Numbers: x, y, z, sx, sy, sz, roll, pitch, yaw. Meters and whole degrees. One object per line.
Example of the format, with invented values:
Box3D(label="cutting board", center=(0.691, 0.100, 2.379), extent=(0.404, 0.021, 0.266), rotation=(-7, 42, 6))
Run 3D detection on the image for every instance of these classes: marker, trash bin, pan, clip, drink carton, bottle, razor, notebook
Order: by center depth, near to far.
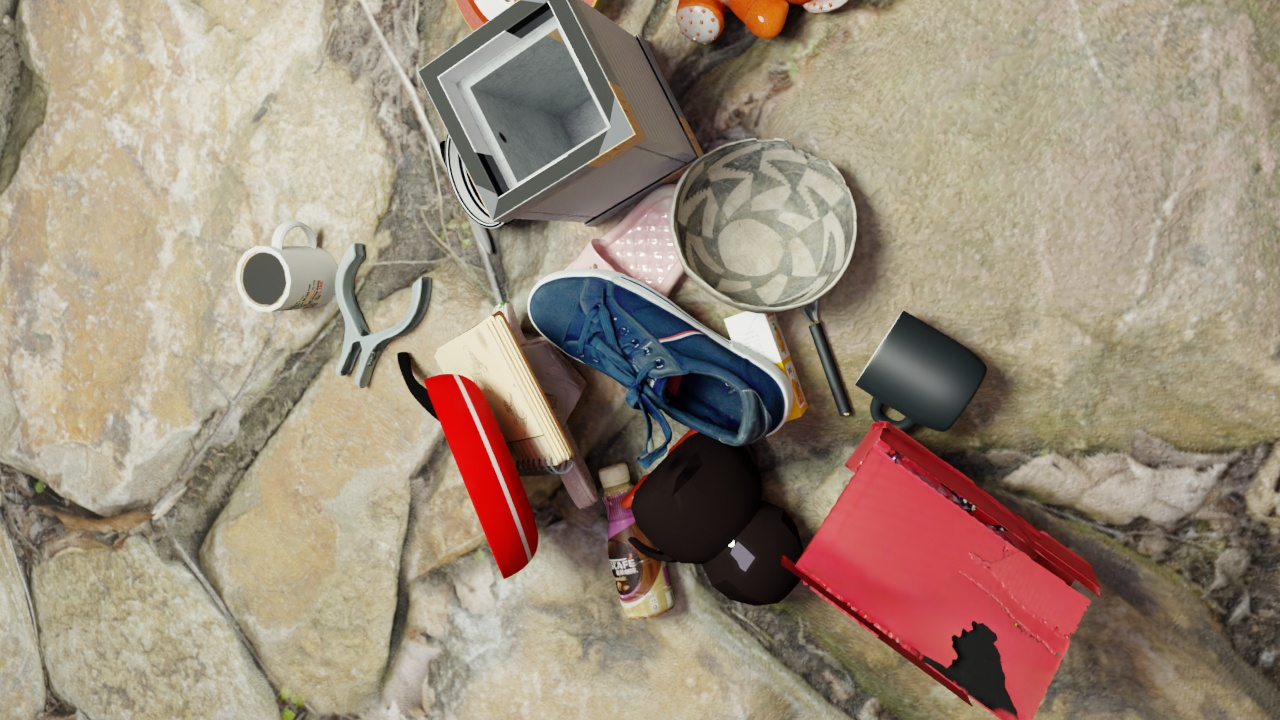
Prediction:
Box3D(label="trash bin", center=(-0.059, -0.225, 0.861), extent=(0.143, 0.246, 0.142), rotation=(-27, 88, 19))
Box3D(label="drink carton", center=(0.127, 0.000, 0.930), extent=(0.040, 0.058, 0.122), rotation=(-20, 91, 19))
Box3D(label="razor", center=(0.187, -0.012, 0.932), extent=(0.042, 0.022, 0.144), rotation=(-19, 96, -21))
Box3D(label="pan", center=(-0.190, 0.074, 0.958), extent=(0.067, 0.356, 0.209), rotation=(-22, 128, -13))
Box3D(label="notebook", center=(-0.147, 0.045, 0.958), extent=(0.024, 0.226, 0.167), rotation=(-28, 95, -26))
Box3D(label="bottle", center=(-0.009, 0.195, 1.001), extent=(0.060, 0.059, 0.166), rotation=(-16, 88, 19))
Box3D(label="marker", center=(-0.196, -0.183, 1.030), extent=(0.016, 0.022, 0.138), rotation=(-24, 89, 13))
Box3D(label="clip", center=(-0.290, -0.044, 1.076), extent=(0.159, 0.030, 0.174), rotation=(10, 101, 18))

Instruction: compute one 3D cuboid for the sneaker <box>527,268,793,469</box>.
Box3D(label="sneaker", center=(-0.005, 0.005, 0.889), extent=(0.295, 0.127, 0.121), rotation=(28, 116, 20))

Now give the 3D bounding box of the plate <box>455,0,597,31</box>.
Box3D(label="plate", center=(-0.116, -0.431, 0.946), extent=(0.230, 0.021, 0.230), rotation=(12, 110, 34))

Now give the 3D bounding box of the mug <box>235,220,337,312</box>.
Box3D(label="mug", center=(-0.408, -0.111, 1.071), extent=(0.073, 0.089, 0.105), rotation=(18, 102, 15))

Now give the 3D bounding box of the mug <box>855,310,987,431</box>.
Box3D(label="mug", center=(0.263, 0.025, 0.885), extent=(0.094, 0.085, 0.122), rotation=(33, 134, 11))

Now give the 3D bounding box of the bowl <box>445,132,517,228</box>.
Box3D(label="bowl", center=(-0.147, -0.208, 0.981), extent=(0.120, 0.066, 0.120), rotation=(27, 129, 39))

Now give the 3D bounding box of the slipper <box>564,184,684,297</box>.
Box3D(label="slipper", center=(-0.015, -0.091, 0.967), extent=(0.222, 0.055, 0.107), rotation=(-44, 85, 17))

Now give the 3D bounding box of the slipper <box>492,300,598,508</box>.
Box3D(label="slipper", center=(-0.088, 0.041, 0.983), extent=(0.064, 0.094, 0.239), rotation=(-24, 94, 2))

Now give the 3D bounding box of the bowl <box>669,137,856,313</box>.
Box3D(label="bowl", center=(0.115, -0.121, 0.897), extent=(0.178, 0.081, 0.178), rotation=(0, 73, -2))

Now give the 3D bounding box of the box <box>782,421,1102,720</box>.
Box3D(label="box", center=(0.265, 0.153, 0.773), extent=(0.211, 0.317, 0.121), rotation=(36, 115, 8))

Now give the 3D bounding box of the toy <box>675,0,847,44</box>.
Box3D(label="toy", center=(0.114, -0.389, 0.865), extent=(0.173, 0.092, 0.164), rotation=(-1, 104, 15))

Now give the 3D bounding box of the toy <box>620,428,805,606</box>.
Box3D(label="toy", center=(0.088, 0.167, 0.922), extent=(0.184, 0.140, 0.159), rotation=(45, 82, 0))
